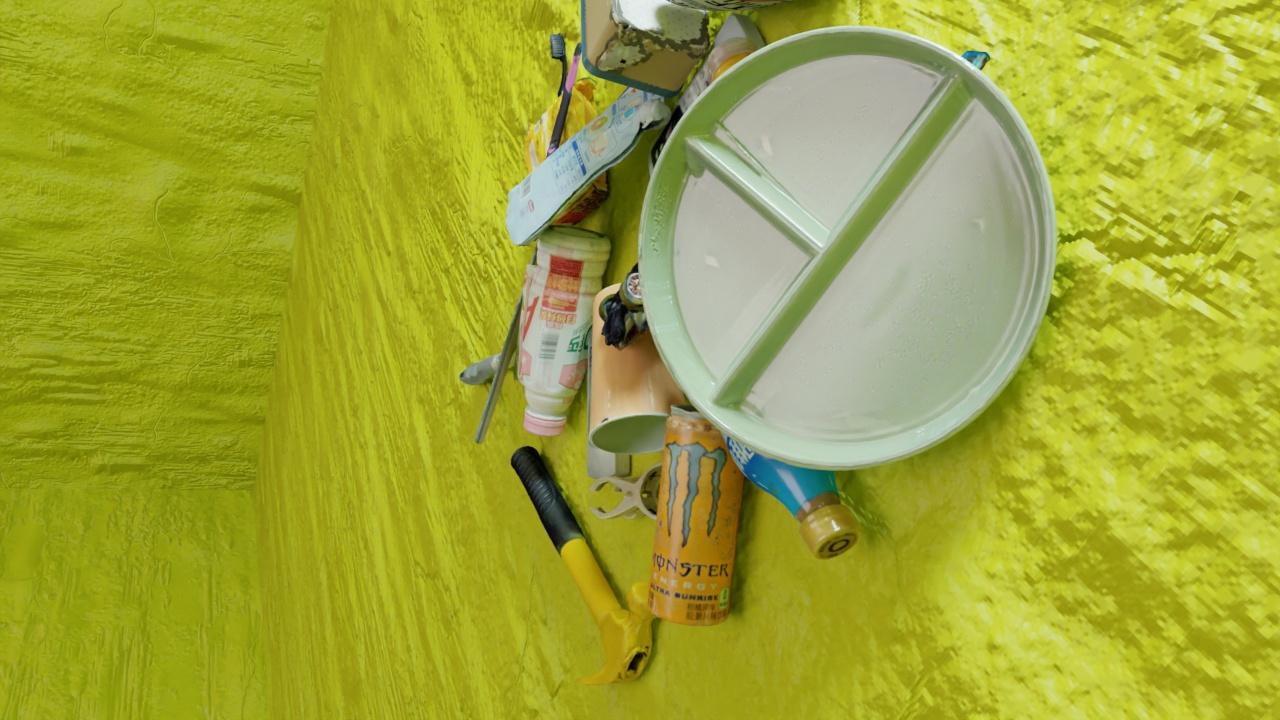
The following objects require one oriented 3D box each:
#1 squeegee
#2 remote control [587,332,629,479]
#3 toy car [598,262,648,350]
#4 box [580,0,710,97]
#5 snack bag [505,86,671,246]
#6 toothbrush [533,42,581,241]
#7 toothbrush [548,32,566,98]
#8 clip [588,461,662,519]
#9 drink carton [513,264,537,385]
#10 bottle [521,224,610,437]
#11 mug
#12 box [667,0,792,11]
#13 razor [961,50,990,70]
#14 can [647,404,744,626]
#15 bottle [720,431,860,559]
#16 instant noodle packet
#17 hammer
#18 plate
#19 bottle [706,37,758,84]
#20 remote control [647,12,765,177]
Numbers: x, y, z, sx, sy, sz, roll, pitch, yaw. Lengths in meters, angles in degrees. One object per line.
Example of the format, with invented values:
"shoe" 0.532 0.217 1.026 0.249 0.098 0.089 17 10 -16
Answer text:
"squeegee" -0.165 0.000 1.052 0.247 0.039 0.246 -29 43 63
"remote control" -0.029 0.038 0.815 0.056 0.019 0.135 -12 75 60
"toy car" 0.017 -0.077 0.682 0.158 0.042 0.070 -61 10 -16
"box" 0.001 -0.300 0.724 0.063 0.089 0.184 133 143 -52
"snack bag" -0.042 -0.180 0.789 0.191 0.039 0.110 -37 26 27
"toothbrush" -0.083 -0.204 0.865 0.014 0.017 0.189 29 109 41
"toothbrush" -0.083 -0.261 0.962 0.014 0.016 0.189 -29 62 58
"clip" -0.001 0.111 0.746 0.100 0.034 0.072 -19 68 50
"drink carton" -0.097 -0.032 0.924 0.053 0.045 0.122 26 110 59
"bottle" -0.076 -0.025 0.865 0.068 0.068 0.197 37 121 57
"mug" -0.004 0.004 0.725 0.078 0.078 0.122 -44 43 51
"box" 0.076 -0.279 0.611 0.162 0.075 0.086 22 108 60
"razor" 0.141 -0.151 0.528 0.042 0.022 0.143 -56 28 -2
"can" 0.040 0.106 0.638 0.058 0.058 0.146 11 96 61
"bottle" 0.076 0.025 0.576 0.065 0.065 0.218 -62 36 36
"instant noodle packet" -0.072 -0.198 0.901 0.111 0.044 0.128 -27 66 47
"hammer" -0.063 0.173 0.846 0.300 0.032 0.129 51 128 52
"plate" 0.099 -0.057 0.489 0.231 0.027 0.230 5 99 33
"bottle" 0.083 -0.130 0.584 0.068 0.068 0.189 -52 43 46
"remote control" 0.047 -0.190 0.706 0.150 0.021 0.058 -54 41 43
